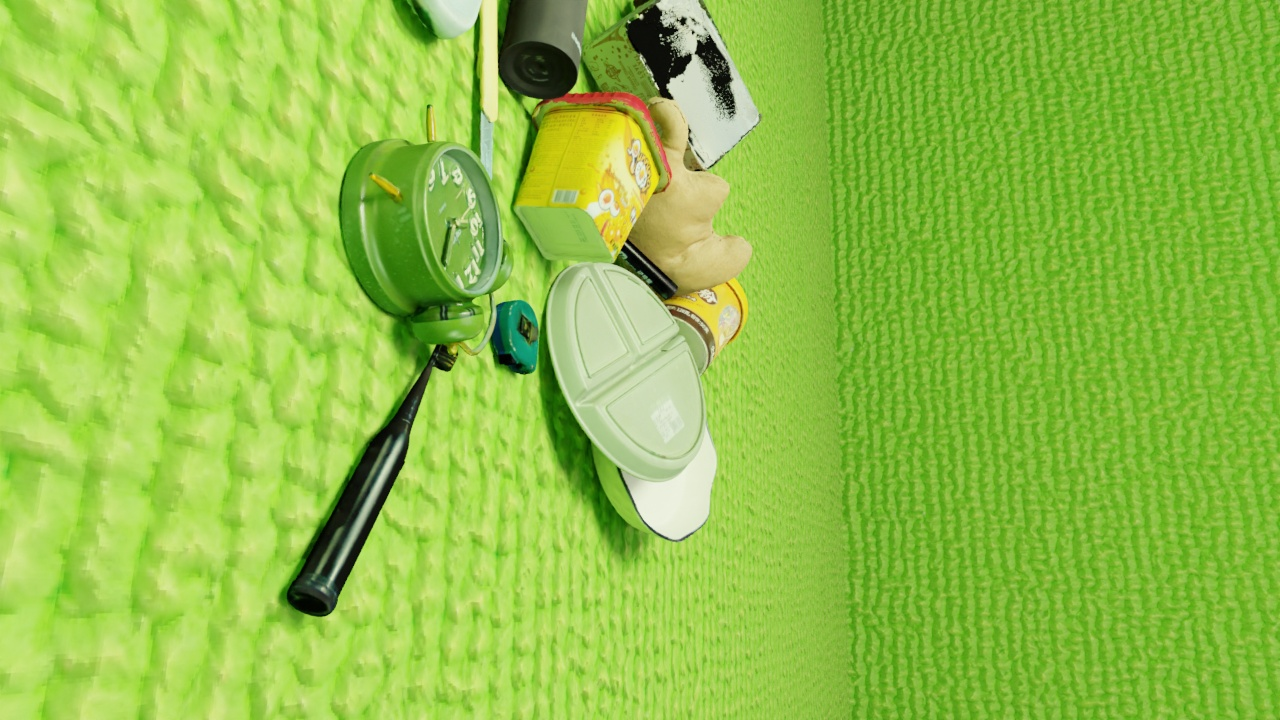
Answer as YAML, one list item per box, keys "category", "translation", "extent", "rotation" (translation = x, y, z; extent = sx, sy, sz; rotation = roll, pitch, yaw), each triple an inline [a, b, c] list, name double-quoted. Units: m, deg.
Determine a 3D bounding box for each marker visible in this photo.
- category: "marker"
  translation: [-0.011, -0.112, 0.938]
  extent: [0.132, 0.022, 0.020]
  rotation: [43, -3, -22]

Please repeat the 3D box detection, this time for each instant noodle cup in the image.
- category: "instant noodle cup"
  translation: [0.052, -0.040, 1.067]
  extent: [0.114, 0.119, 0.118]
  rotation: [-54, 137, -49]
- category: "instant noodle cup"
  translation: [-0.047, -0.158, 0.816]
  extent: [0.116, 0.116, 0.123]
  rotation: [60, 43, -52]

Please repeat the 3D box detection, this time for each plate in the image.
- category: "plate"
  translation: [0.013, 0.087, 0.962]
  extent: [0.204, 0.046, 0.204]
  rotation: [27, 57, -52]
- category: "plate"
  translation: [-0.005, 0.005, 0.888]
  extent: [0.230, 0.028, 0.229]
  rotation: [36, 41, -39]

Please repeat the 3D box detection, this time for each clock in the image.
- category: "clock"
  translation: [-0.133, -0.076, 0.612]
  extent: [0.115, 0.056, 0.161]
  rotation: [-71, 151, -46]

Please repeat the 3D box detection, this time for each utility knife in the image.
- category: "utility knife"
  translation: [-0.121, -0.236, 0.737]
  extent: [0.031, 0.021, 0.208]
  rotation: [28, 52, -66]

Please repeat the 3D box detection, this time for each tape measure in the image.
- category: "tape measure"
  translation: [-0.100, -0.021, 0.745]
  extent: [0.054, 0.025, 0.058]
  rotation: [42, 46, -65]

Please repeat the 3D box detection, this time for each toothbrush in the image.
- category: "toothbrush"
  translation: [-0.155, 0.059, 0.563]
  extent: [0.212, 0.027, 0.026]
  rotation: [-73, -170, -46]

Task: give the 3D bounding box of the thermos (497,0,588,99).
- category: "thermos"
  translation: [-0.081, -0.353, 0.810]
  extent: [0.090, 0.068, 0.242]
  rotation: [54, 35, -58]

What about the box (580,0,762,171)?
- category: "box"
  translation: [0.046, -0.325, 1.035]
  extent: [0.179, 0.133, 0.270]
  rotation: [57, 26, -21]

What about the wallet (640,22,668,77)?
- category: "wallet"
  translation: [0.008, -0.354, 1.143]
  extent: [0.096, 0.020, 0.122]
  rotation: [61, 32, -41]

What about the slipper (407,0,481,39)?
- category: "slipper"
  translation: [-0.120, -0.344, 0.682]
  extent: [0.104, 0.074, 0.244]
  rotation: [55, 37, -54]

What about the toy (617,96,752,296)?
- category: "toy"
  translation: [0.025, -0.158, 0.950]
  extent: [0.082, 0.143, 0.226]
  rotation: [-93, 162, -46]
